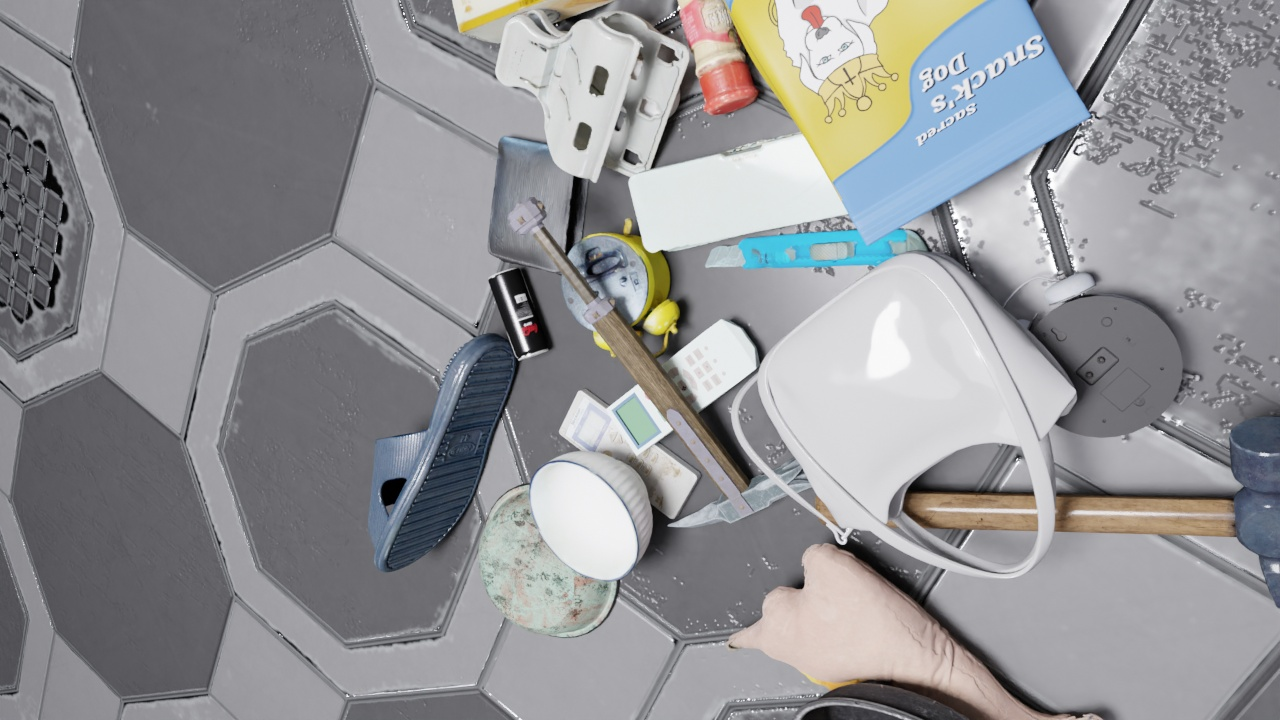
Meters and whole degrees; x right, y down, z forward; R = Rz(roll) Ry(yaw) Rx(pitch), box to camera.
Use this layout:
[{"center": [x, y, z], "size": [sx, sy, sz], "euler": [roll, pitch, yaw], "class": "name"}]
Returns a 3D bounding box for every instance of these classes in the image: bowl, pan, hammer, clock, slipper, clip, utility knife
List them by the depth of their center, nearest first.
[{"center": [0.300, -0.006, 0.618], "size": [0.122, 0.035, 0.095], "euler": [45, 117, 15], "class": "clock"}, {"center": [0.277, 0.108, 0.646], "size": [0.323, 0.040, 0.129], "euler": [-4, 119, 34], "class": "hammer"}, {"center": [0.131, -0.083, 0.708], "size": [0.179, 0.015, 0.031], "euler": [0, 95, 30], "class": "utility knife"}, {"center": [-0.050, -0.215, 0.720], "size": [0.152, 0.096, 0.126], "euler": [24, 129, 0], "class": "clip"}, {"center": [-0.004, 0.004, 0.740], "size": [0.147, 0.028, 0.317], "euler": [-31, 102, 31], "class": "hammer"}, {"center": [0.146, 0.326, 0.743], "size": [0.358, 0.055, 0.187], "euler": [-17, 117, 48], "class": "pan"}, {"center": [-0.015, -0.054, 0.769], "size": [0.083, 0.057, 0.118], "euler": [-21, 90, 30], "class": "clock"}, {"center": [-0.034, 0.127, 0.803], "size": [0.118, 0.062, 0.118], "euler": [18, 123, 30], "class": "bowl"}, {"center": [-0.098, 0.198, 0.877], "size": [0.158, 0.038, 0.157], "euler": [6, 103, 28], "class": "bowl"}, {"center": [-0.202, 0.080, 0.884], "size": [0.082, 0.101, 0.264], "euler": [34, 109, 27], "class": "slipper"}]

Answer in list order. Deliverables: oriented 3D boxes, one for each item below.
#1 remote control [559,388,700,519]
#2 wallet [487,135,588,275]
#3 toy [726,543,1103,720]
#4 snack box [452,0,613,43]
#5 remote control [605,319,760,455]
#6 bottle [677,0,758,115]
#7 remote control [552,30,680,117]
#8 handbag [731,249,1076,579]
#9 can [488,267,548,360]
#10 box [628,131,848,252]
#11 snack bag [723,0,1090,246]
[{"center": [-0.012, 0.083, 0.822], "size": [0.136, 0.011, 0.050], "euler": [35, 115, 18], "class": "remote control"}, {"center": [-0.093, -0.136, 0.814], "size": [0.089, 0.026, 0.115], "euler": [16, 107, 27], "class": "wallet"}, {"center": [0.210, 0.257, 0.716], "size": [0.264, 0.065, 0.197], "euler": [41, 128, 8], "class": "toy"}, {"center": [-0.062, -0.338, 0.737], "size": [0.208, 0.057, 0.104], "euler": [-7, 96, 30], "class": "snack box"}, {"center": [0.038, 0.021, 0.774], "size": [0.144, 0.024, 0.049], "euler": [-39, 81, 27], "class": "remote control"}, {"center": [0.055, -0.245, 0.700], "size": [0.044, 0.044, 0.109], "euler": [-15, 92, 30], "class": "bottle"}, {"center": [-0.027, -0.237, 0.764], "size": [0.136, 0.013, 0.043], "euler": [29, 113, 21], "class": "remote control"}, {"center": [0.192, 0.055, 0.644], "size": [0.216, 0.095, 0.222], "euler": [-39, 76, 31], "class": "handbag"}, {"center": [-0.111, -0.042, 0.839], "size": [0.032, 0.031, 0.080], "euler": [-20, 90, 30], "class": "can"}, {"center": [0.089, -0.130, 0.703], "size": [0.199, 0.066, 0.083], "euler": [-10, 79, 27], "class": "box"}, {"center": [0.164, -0.201, 0.595], "size": [0.159, 0.102, 0.205], "euler": [-30, 81, 17], "class": "snack bag"}]
